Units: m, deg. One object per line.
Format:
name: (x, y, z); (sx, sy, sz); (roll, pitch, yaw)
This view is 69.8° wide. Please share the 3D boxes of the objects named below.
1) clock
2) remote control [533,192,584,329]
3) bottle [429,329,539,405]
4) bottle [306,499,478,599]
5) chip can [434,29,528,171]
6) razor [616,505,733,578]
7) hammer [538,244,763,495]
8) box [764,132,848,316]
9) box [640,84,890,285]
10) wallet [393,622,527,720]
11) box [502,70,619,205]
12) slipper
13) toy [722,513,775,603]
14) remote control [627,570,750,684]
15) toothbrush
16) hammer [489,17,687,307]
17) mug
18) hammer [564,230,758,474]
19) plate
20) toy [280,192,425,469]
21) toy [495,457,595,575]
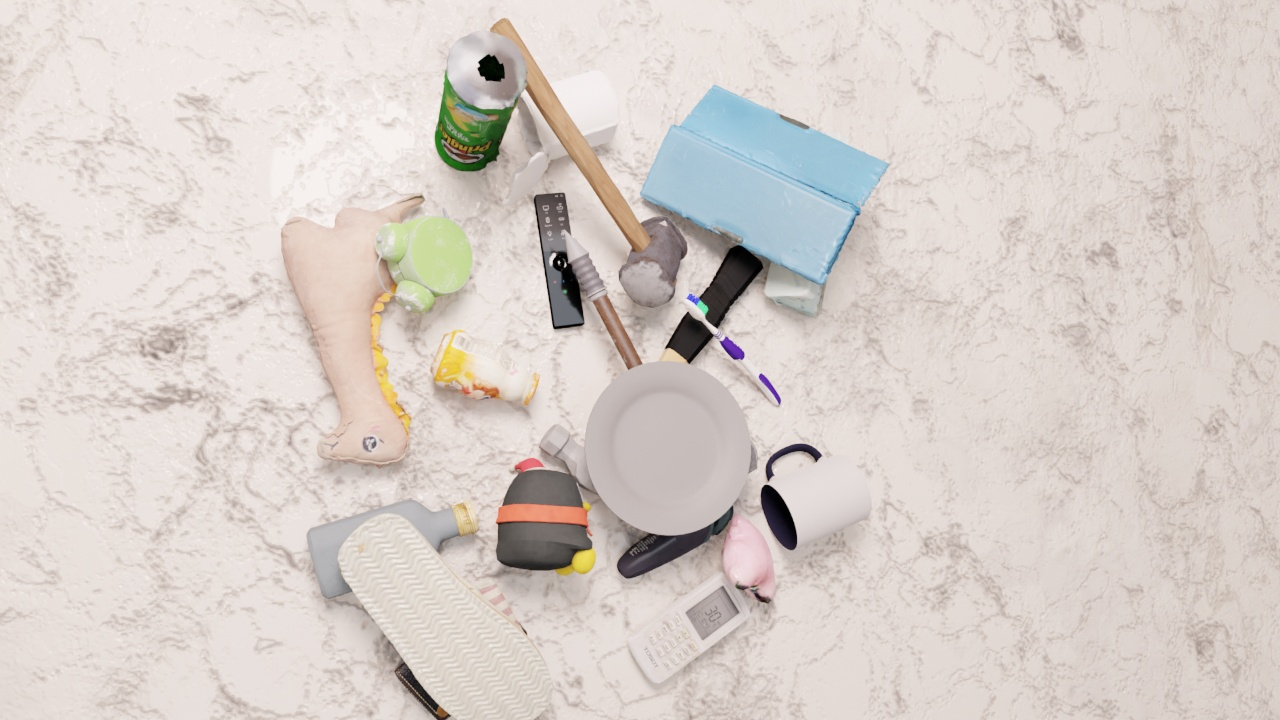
clock: (-0.218, -0.102, 0.927); (0.119, 0.043, 0.094); (-37, 114, -43)
remote control: (-0.089, -0.110, 1.012); (0.034, 0.013, 0.150); (-8, 87, -16)
bottle: (-0.160, 0.011, 0.954); (0.108, 0.063, 0.063); (22, 79, -11)
bottle: (-0.245, 0.180, 0.924); (0.161, 0.046, 0.072); (-15, 89, -16)
chip can: (-0.159, -0.247, 0.896); (0.075, 0.223, 0.075); (1, 87, -15)
razor: (0.037, 0.193, 1.005); (0.142, 0.047, 0.052); (-28, 117, -14)
hammer: (0.032, 0.008, 1.023); (0.131, 0.039, 0.327); (38, 76, -10)
box: (0.208, -0.155, 1.079); (0.096, 0.086, 0.198); (21, 80, -41)
box: (0.135, -0.204, 1.009); (0.232, 0.066, 0.173); (28, 84, 14)
wallet: (-0.183, 0.301, 0.943); (0.123, 0.019, 0.072); (-43, 96, -15)
box: (-0.094, -0.240, 0.984); (0.159, 0.085, 0.118); (-20, 83, -15)
slipper: (-0.189, 0.256, 0.906); (0.115, 0.052, 0.263); (-42, 103, -12)
toy: (0.117, 0.216, 1.008); (0.050, 0.102, 0.093); (-21, 60, 15)
remote control: (0.053, 0.292, 1.007); (0.138, 0.025, 0.060); (-32, 94, -16)
toothbrush: (0.106, -0.010, 1.026); (0.186, 0.015, 0.016); (45, 64, -30)
hammer: (-0.051, -0.198, 0.936); (0.328, 0.052, 0.097); (54, 34, -29)
mug: (0.190, 0.146, 1.039); (0.096, 0.079, 0.112); (-19, 62, -17)
hammer: (-0.005, 0.007, 0.974); (0.155, 0.043, 0.322); (-28, 92, -18)
plate: (0.029, 0.089, 0.944); (0.178, 0.012, 0.178); (3, 80, -15)
toy: (-0.268, -0.029, 0.932); (0.195, 0.065, 0.264); (-23, 97, -26)
toy: (-0.099, 0.158, 0.942); (0.099, 0.098, 0.119); (8, 74, -21)
